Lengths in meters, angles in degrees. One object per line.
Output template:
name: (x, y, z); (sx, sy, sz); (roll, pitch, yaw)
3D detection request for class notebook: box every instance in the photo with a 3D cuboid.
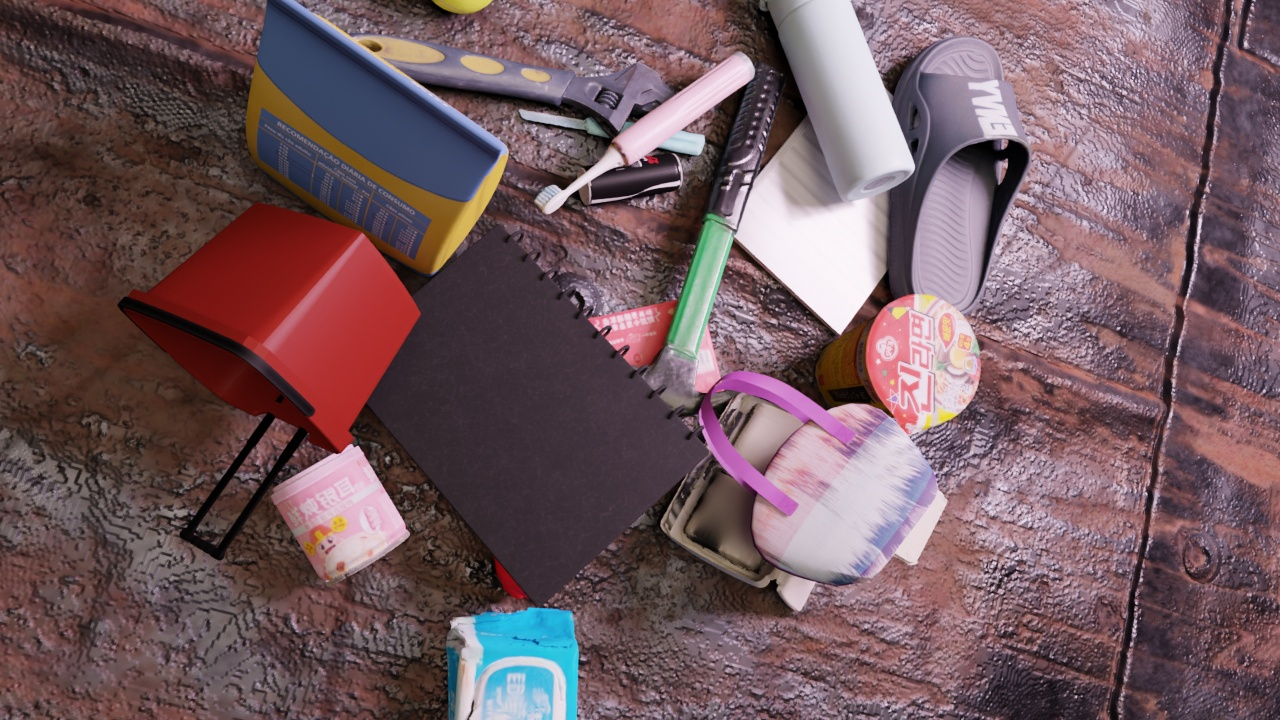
notebook: (-0.084, 0.031, 0.660); (0.169, 0.019, 0.231); (-42, 79, -7)
notebook: (0.182, -0.147, 0.812); (0.142, 0.009, 0.209); (41, 74, -9)

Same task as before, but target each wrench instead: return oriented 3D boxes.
wrench: (-0.096, -0.223, 0.726); (0.273, 0.022, 0.073); (7, 66, -14)

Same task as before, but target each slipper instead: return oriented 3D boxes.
slipper: (0.277, -0.165, 0.796); (0.110, 0.083, 0.268); (10, 83, -15)

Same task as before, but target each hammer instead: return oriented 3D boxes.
hammer: (0.064, -0.105, 0.744); (0.130, 0.032, 0.318); (21, 72, -9)

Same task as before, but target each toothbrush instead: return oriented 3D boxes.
toothbrush: (0.005, -0.180, 0.724); (0.222, 0.027, 0.026); (-39, 69, -20)

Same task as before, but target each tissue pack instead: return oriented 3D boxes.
tissue pack: (-0.093, 0.251, 0.656); (0.092, 0.062, 0.144); (2, 83, -16)

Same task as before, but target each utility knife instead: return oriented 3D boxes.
utility knife: (-0.021, -0.191, 0.753); (0.158, 0.015, 0.022); (7, 59, -15)

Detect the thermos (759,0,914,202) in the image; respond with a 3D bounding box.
thermos: (0.166, -0.242, 0.778); (0.078, 0.065, 0.206); (-19, 81, 3)

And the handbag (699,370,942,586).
handbag: (0.117, 0.074, 0.664); (0.170, 0.068, 0.144); (39, 77, 10)

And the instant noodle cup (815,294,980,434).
instant noodle cup: (0.199, 0.004, 0.745); (0.100, 0.113, 0.100); (2, 83, -16)

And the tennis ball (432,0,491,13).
tennis ball: (-0.138, -0.301, 0.704); (0.065, 0.065, 0.065); (2, 83, -17)

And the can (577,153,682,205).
can: (-0.008, -0.147, 0.743); (0.080, 0.032, 0.031); (-13, 87, -18)

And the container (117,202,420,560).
container: (-0.253, 0.009, 0.586); (0.148, 0.127, 0.200); (18, 62, 30)

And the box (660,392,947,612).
box: (0.123, 0.123, 0.734); (0.186, 0.101, 0.144); (32, 76, 10)

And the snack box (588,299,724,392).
snack box: (-0.004, 0.004, 0.732); (0.132, 0.021, 0.089); (-13, 87, -18)

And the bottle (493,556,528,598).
bottle: (-0.104, 0.107, 0.679); (0.041, 0.042, 0.141); (-23, 90, -18)

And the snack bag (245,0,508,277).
snack bag: (-0.170, -0.149, 0.603); (0.159, 0.205, 0.102); (34, 75, -11)

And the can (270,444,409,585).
can: (-0.208, 0.106, 0.635); (0.067, 0.067, 0.076); (-31, 94, -18)
